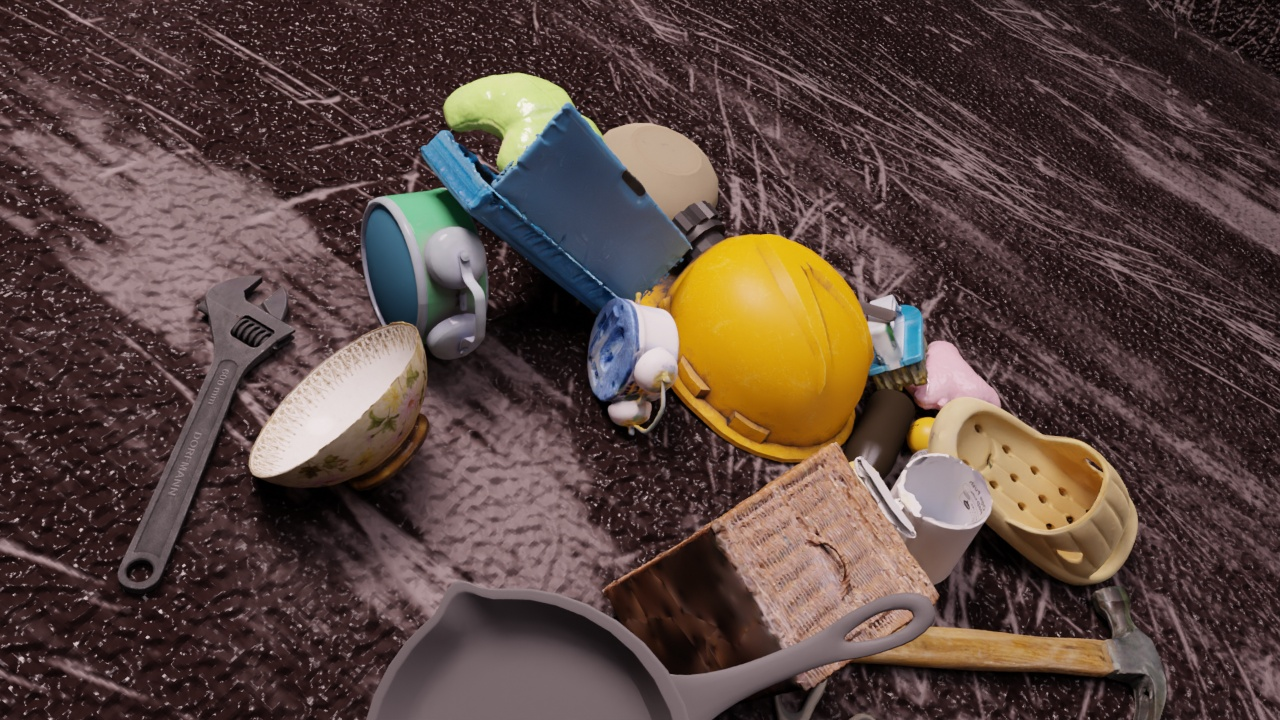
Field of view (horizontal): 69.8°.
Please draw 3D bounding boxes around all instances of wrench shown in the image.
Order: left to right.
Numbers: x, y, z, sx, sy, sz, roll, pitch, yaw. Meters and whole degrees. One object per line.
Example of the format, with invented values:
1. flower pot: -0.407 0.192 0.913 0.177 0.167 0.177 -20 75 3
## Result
1. wrench: -0.309 0.038 0.654 0.073 0.018 0.272 15 48 -13

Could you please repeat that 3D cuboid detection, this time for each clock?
1. clock: -0.161 -0.066 0.729 0.075 0.122 0.161 -15 36 -33
2. clock: -0.005 0.005 0.777 0.052 0.089 0.125 8 48 -28

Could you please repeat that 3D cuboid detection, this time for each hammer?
1. hammer: 0.292 0.240 0.752 0.330 0.033 0.132 9 50 -17

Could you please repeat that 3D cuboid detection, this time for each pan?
1. pan: -0.007 0.202 0.508 0.355 0.024 0.216 -24 76 7

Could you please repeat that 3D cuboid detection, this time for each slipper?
1. slipper: 0.364 0.120 0.808 0.261 0.079 0.111 32 77 -19

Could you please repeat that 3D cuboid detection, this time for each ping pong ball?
1. ping pong ball: 0.276 0.075 0.880 0.040 0.040 0.040 13 47 -15

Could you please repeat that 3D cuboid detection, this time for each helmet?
1. helmet: 0.122 -0.043 0.848 0.204 0.132 0.255 -24 66 -39

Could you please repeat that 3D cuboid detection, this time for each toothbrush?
1. toothbrush: 0.194 -0.060 0.913 0.013 0.013 0.167 10 9 -30

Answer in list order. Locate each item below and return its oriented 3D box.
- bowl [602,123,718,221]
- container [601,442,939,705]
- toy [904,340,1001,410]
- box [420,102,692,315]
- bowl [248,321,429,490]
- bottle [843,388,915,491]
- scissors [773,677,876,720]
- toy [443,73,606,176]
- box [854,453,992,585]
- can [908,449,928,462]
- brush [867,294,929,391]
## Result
1. bowl: 0.020 -0.210 1.000 0.152 0.051 0.152 13 47 -15
2. container: 0.074 0.154 0.607 0.112 0.199 0.113 -22 75 -33
3. toy: 0.306 0.023 0.931 0.095 0.053 0.099 -14 54 -30
4. box: -0.058 -0.130 0.762 0.094 0.112 0.231 49 6 34
5. bowl: -0.197 0.044 0.647 0.063 0.145 0.144 53 36 -30
6. bottle: 0.201 0.095 0.823 0.045 0.046 0.184 34 46 6
7. scissors: 0.114 0.283 0.641 0.150 0.013 0.164 19 44 -8
8. toy: -0.081 -0.195 0.862 0.150 0.107 0.196 45 15 20
9. box: 0.215 0.127 0.742 0.136 0.147 0.084 -7 49 -16
10. can: 0.300 0.109 0.852 0.101 0.055 0.054 1 51 -25
11. brush: 0.255 -0.029 0.923 0.075 0.055 0.135 63 26 -18
